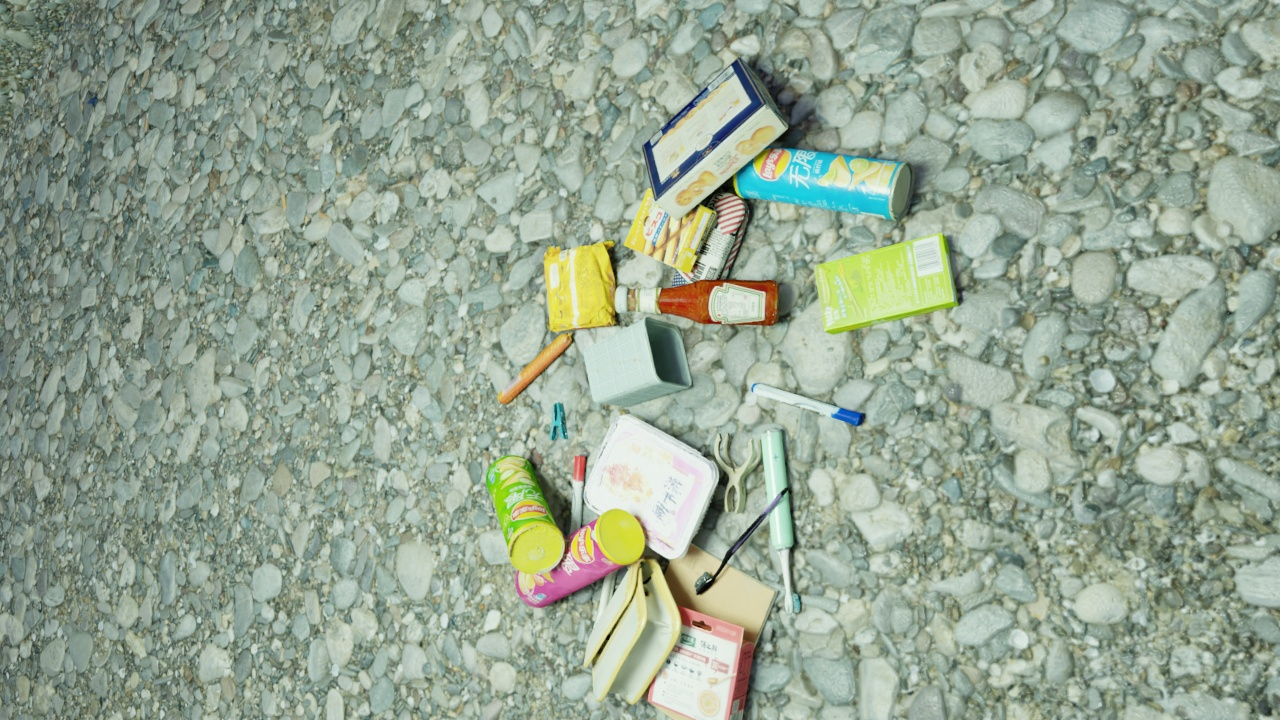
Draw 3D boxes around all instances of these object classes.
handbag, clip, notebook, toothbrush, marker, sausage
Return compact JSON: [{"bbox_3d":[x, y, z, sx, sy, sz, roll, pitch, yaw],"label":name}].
[{"bbox_3d":[-0.025,0.323,1.170,0.164,0.063,0.178,-63,28,27],"label":"handbag"},{"bbox_3d":[-0.118,0.087,1.315,0.049,0.015,0.057,-11,78,32],"label":"clip"},{"bbox_3d":[0.070,0.351,1.159,0.149,0.012,0.211,24,95,33],"label":"notebook"},{"bbox_3d":[0.170,0.193,1.113,0.027,0.027,0.224,150,118,-64],"label":"toothbrush"},{"bbox_3d":[-0.089,0.205,1.277,0.017,0.017,0.145,0,82,32],"label":"marker"},{"bbox_3d":[-0.156,0.012,1.346,0.165,0.021,0.021,-42,63,20],"label":"sausage"},{"bbox_3d":[0.201,0.052,1.122,0.146,0.017,0.017,17,91,33],"label":"marker"},{"bbox_3d":[0.130,0.134,1.143,0.094,0.035,0.102,-23,75,28],"label":"clip"},{"bbox_3d":[0.121,0.221,1.124,0.189,0.014,0.016,-54,45,20],"label":"toothbrush"}]

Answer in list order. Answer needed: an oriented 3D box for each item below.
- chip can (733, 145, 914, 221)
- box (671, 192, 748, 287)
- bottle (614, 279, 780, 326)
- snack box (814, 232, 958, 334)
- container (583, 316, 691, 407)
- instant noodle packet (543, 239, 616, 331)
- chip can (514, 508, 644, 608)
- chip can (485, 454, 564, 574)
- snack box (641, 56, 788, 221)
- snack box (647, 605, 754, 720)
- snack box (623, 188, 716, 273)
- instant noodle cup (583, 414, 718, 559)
[{"bbox_3d":[0.221,-0.220,1.122,0.210,0.071,0.071,16,90,32],"label":"chip can"},{"bbox_3d":[0.094,-0.142,1.210,0.072,0.059,0.164,33,100,53],"label":"box"},{"bbox_3d":[0.071,-0.074,1.157,0.206,0.060,0.059,2,82,9],"label":"bottle"},{"bbox_3d":[0.288,-0.089,1.085,0.157,0.026,0.085,-14,75,29],"label":"snack box"},{"bbox_3d":[-0.007,0.007,1.218,0.112,0.090,0.090,-21,71,30],"label":"container"},{"bbox_3d":[-0.084,-0.106,1.308,0.111,0.044,0.128,-6,83,24],"label":"instant noodle packet"},{"bbox_3d":[-0.083,0.262,1.195,0.211,0.071,0.071,-38,63,43],"label":"chip can"},{"bbox_3d":[-0.159,0.200,1.230,0.072,0.072,0.221,-61,24,9],"label":"chip can"},{"bbox_3d":[0.088,-0.287,1.178,0.178,0.046,0.182,-39,32,21],"label":"snack box"},{"bbox_3d":[0.076,0.369,1.118,0.113,0.044,0.127,10,89,34],"label":"snack box"},{"bbox_3d":[0.037,-0.175,1.222,0.140,0.033,0.087,34,102,57],"label":"snack box"},{"bbox_3d":[0.022,0.161,1.189,0.173,0.060,0.138,26,97,32],"label":"instant noodle cup"}]
